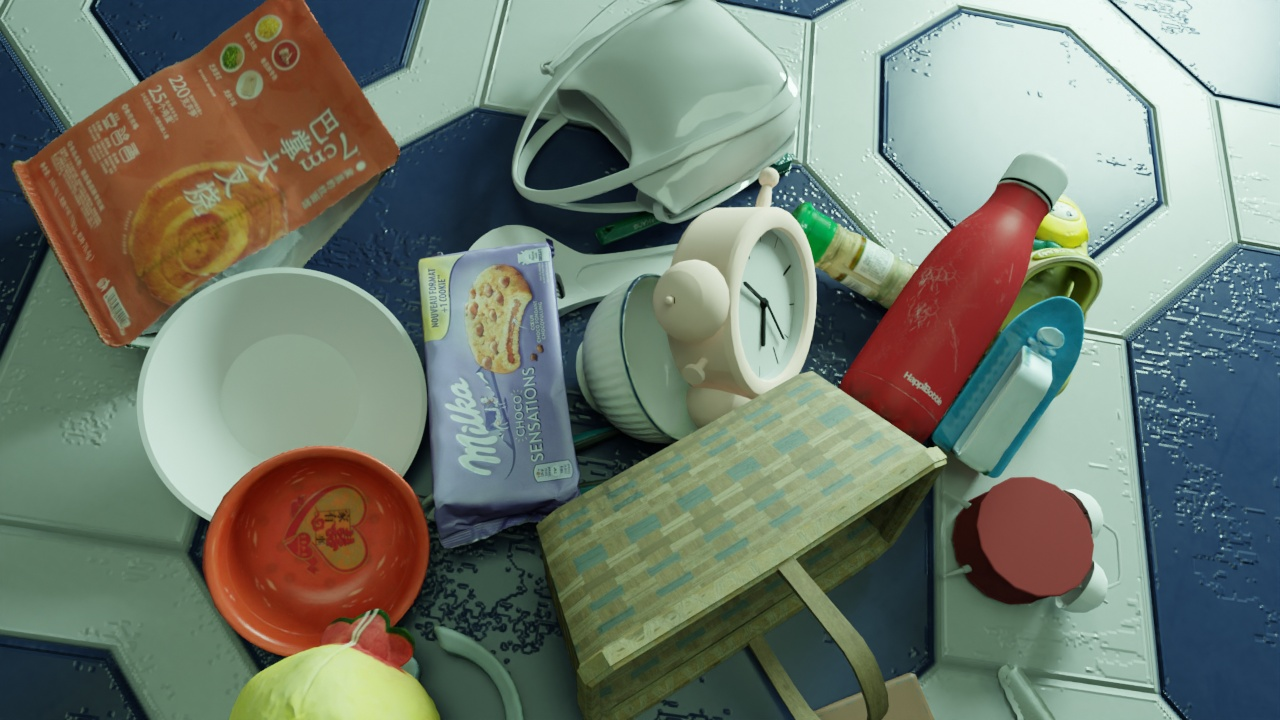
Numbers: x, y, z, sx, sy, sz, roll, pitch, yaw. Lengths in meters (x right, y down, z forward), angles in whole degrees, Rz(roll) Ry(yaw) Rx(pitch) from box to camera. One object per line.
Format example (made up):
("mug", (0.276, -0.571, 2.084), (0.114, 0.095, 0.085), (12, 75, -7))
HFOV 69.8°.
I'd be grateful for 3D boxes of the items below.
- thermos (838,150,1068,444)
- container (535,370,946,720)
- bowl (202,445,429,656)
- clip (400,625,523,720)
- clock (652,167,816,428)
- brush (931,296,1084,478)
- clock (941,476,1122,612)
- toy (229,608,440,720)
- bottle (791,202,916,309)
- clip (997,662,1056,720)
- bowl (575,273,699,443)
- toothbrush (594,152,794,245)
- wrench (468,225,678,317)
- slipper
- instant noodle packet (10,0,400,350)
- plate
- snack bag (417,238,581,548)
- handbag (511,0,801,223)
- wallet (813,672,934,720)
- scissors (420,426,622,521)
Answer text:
("thermos", (0.236, -0.052, 0.671), (0.073, 0.073, 0.239), (34, 83, 7))
("container", (0.074, 0.144, 0.556), (0.249, 0.158, 0.186), (-27, 61, -17))
("bowl", (-0.200, 0.116, 0.575), (0.130, 0.045, 0.130), (-1, 92, -17))
("clip", (-0.082, 0.232, 0.565), (0.106, 0.028, 0.163), (-26, 74, -15))
("clock", (0.062, -0.038, 0.634), (0.086, 0.131, 0.160), (0, 38, 29))
("brush", (0.267, 0.015, 0.649), (0.055, 0.075, 0.136), (33, 98, 7))
("clock", (0.278, 0.129, 0.647), (0.124, 0.044, 0.087), (10, 66, -3))
("toy", (-0.178, 0.248, 0.508), (0.134, 0.092, 0.207), (5, 87, 13))
("bottle", (0.163, -0.080, 0.714), (0.111, 0.043, 0.043), (28, 66, -5))
("clip", (0.261, 0.256, 0.605), (0.057, 0.054, 0.102), (-12, 64, -50))
("bowl", (-0.004, 0.004, 0.641), (0.062, 0.118, 0.118), (-15, 63, 31))
("toothbrush", (0.047, -0.132, 0.731), (0.189, 0.017, 0.016), (-25, 67, -23))
("wrench", (-0.001, -0.079, 0.714), (0.273, 0.018, 0.086), (-11, 68, -13))
("slipper", (0.308, -0.062, 0.713), (0.091, 0.082, 0.190), (12, 69, 1))
("instant noodle packet", (-0.282, -0.130, 0.612), (0.221, 0.084, 0.164), (-37, 74, 8))
("plate", (-0.231, 0.027, 0.606), (0.173, 0.036, 0.174), (-1, 92, -17))
("snack bag", (-0.094, 0.019, 0.618), (0.096, 0.058, 0.205), (-6, 71, -4))
("handbag", (-0.006, -0.193, 0.734), (0.222, 0.096, 0.215), (-31, 61, -9))
("wallet", (0.164, 0.274, 0.588), (0.087, 0.013, 0.121), (-17, 70, -11))
("scissors", (-0.069, 0.085, 0.634), (0.150, 0.019, 0.130), (28, 66, 4))
